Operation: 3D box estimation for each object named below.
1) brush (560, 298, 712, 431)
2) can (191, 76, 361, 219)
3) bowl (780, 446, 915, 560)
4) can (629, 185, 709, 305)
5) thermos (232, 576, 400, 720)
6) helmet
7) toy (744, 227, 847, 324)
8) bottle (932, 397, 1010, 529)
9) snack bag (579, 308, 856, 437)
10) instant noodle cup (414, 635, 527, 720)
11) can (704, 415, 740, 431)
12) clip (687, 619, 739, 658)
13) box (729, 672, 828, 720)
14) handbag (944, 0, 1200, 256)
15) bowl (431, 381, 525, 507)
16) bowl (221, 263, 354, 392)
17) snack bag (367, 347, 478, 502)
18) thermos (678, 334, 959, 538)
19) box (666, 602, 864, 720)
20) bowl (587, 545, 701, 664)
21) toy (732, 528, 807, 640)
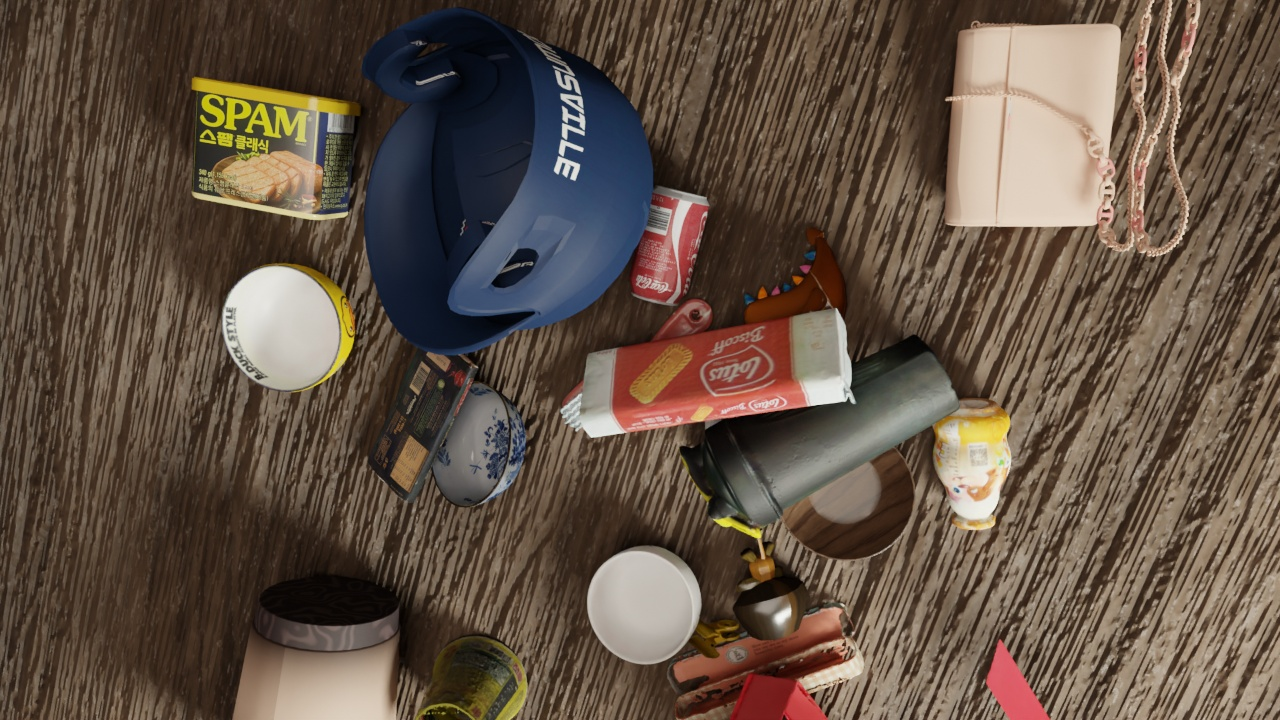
[{"bbox_3d":[-0.005,0.005,0.834,0.172,0.030,0.041,-39,92,13],"label":"brush"},{"bbox_3d":[-0.331,-0.191,0.830,0.135,0.075,0.104,11,104,7],"label":"can"},{"bbox_3d":[0.182,0.116,0.818,0.119,0.032,0.119,0,93,11],"label":"bowl"},{"bbox_3d":[0.024,-0.100,0.798,0.054,0.054,0.097,15,102,6],"label":"can"},{"bbox_3d":[-0.310,0.338,0.879,0.173,0.172,0.226,9,95,7],"label":"thermos"},{"bbox_3d":[-0.115,-0.126,0.735,0.273,0.222,0.232,-31,70,22],"label":"helmet"},{"bbox_3d":[0.132,-0.062,0.799,0.090,0.070,0.103,-12,75,24],"label":"toy"},{"bbox_3d":[0.283,0.088,0.785,0.063,0.063,0.109,-2,100,9],"label":"bottle"},{"bbox_3d":[0.059,0.012,0.757,0.226,0.077,0.041,-11,143,21],"label":"snack bag"},{"bbox_3d":[-0.168,0.333,0.878,0.102,0.108,0.102,1,98,7],"label":"instant noodle cup"},{"bbox_3d":[0.074,0.057,0.829,0.032,0.032,0.095,0,100,9],"label":"can"},{"bbox_3d":[0.068,0.260,0.863,0.048,0.054,0.045,31,82,-21],"label":"clip"},{"bbox_3d":[0.120,0.460,0.687,0.108,0.408,0.211,-24,116,23],"label":"box"},{"bbox_3d":[0.301,-0.182,0.670,0.116,0.187,0.199,0,104,2],"label":"handbag"},{"bbox_3d":[-0.142,0.079,0.850,0.114,0.045,0.114,-9,76,39],"label":"bowl"},{"bbox_3d":[-0.319,-0.034,0.858,0.117,0.067,0.117,2,100,8],"label":"bowl"},{"bbox_3d":[-0.208,0.052,0.865,0.074,0.018,0.155,37,107,33],"label":"snack bag"},{"bbox_3d":[0.147,0.062,0.760,0.221,0.098,0.098,-28,94,6],"label":"thermos"},{"bbox_3d":[0.114,0.287,0.854,0.187,0.054,0.078,-25,63,11],"label":"box"},{"bbox_3d":[0.008,0.222,0.853,0.105,0.054,0.105,1,93,21],"label":"bowl"},{"bbox_3d":[0.115,0.203,0.839,0.076,0.063,0.100,-14,91,-26],"label":"toy"}]
